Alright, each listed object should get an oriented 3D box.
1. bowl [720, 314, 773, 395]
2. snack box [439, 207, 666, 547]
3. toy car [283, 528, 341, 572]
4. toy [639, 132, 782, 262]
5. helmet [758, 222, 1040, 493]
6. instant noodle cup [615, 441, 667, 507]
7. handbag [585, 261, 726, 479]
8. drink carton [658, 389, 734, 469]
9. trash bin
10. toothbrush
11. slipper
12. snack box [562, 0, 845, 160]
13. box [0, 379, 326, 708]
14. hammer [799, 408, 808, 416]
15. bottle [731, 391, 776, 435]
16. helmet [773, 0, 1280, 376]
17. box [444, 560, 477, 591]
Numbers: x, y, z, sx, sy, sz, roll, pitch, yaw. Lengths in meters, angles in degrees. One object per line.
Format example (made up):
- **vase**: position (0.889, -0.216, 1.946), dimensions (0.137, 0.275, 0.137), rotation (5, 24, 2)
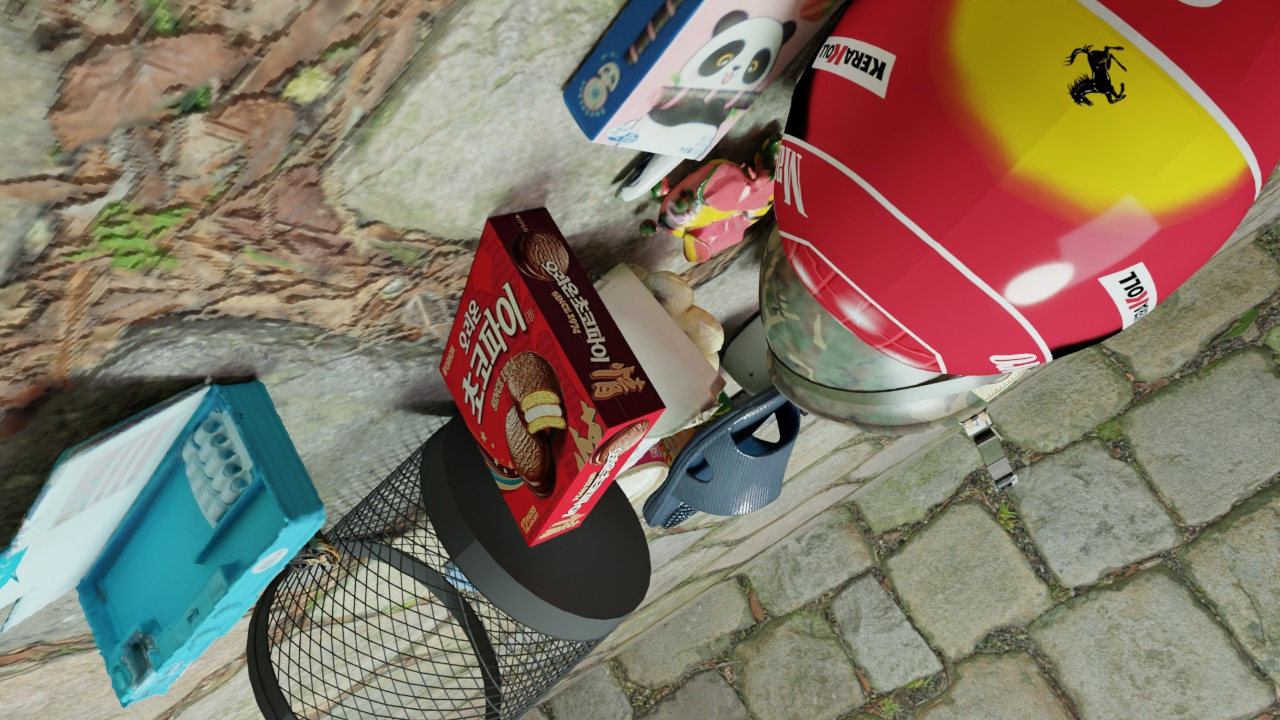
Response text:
- **bowl**: position (0.159, -0.010, 0.876), dimensions (0.153, 0.073, 0.153), rotation (-28, 162, -10)
- **snack box**: position (-0.059, 0.015, 0.527), dimensions (0.035, 0.132, 0.152), rotation (-18, 157, -32)
- **toy car**: position (-0.256, 0.114, 0.613), dimensions (0.112, 0.047, 0.047), rotation (4, 152, -8)
- **toy**: position (0.051, -0.098, 0.554), dimensions (0.103, 0.046, 0.084), rotation (-27, 147, -24)
- **helmet**: position (0.198, -0.037, 0.660), dimensions (0.224, 0.192, 0.236), rotation (-16, 129, -2)
- **instant noodle cup**: position (-0.051, 0.105, 0.839), dimensions (0.178, 0.077, 0.179), rotation (-27, 160, -11)
- **handbag**: position (-0.019, 0.011, 0.616), dimensions (0.123, 0.112, 0.172), rotation (-45, -179, -39)
- **drink carton**: position (0.044, 0.056, 0.885), dimensions (0.041, 0.058, 0.123), rotation (-23, 159, -23)
- **trash bin**: position (-0.137, 0.175, 0.694), dimensions (0.228, 0.217, 0.217), rotation (-44, 157, 23)
- **toothbrush**: position (0.054, -0.146, 0.480), dimensions (0.189, 0.016, 0.017), rotation (-39, 149, 21)
- **slipper**: position (0.080, 0.113, 0.861), dimensions (0.101, 0.082, 0.264), rotation (-21, 158, -35)
- **snack box**: position (0.043, -0.157, 0.410), dimensions (0.087, 0.033, 0.155), rotation (-7, 149, -51)
- **box**: position (-0.285, 0.112, 0.495), dimensions (0.227, 0.097, 0.116), rotation (-43, 159, 30)
- **hammer**: position (0.241, 0.001, 0.940), dimensions (0.132, 0.040, 0.305), rotation (-40, 178, -5)
- **bottle**: position (0.144, 0.043, 1.019), dimensions (0.112, 0.047, 0.047), rotation (-37, 160, 16)
- **helmet**: position (0.175, -0.103, 0.450), dimensions (0.225, 0.197, 0.270), rotation (-49, 176, 13)
- **box**: position (-0.112, 0.190, 1.006), dimensions (0.210, 0.047, 0.122), rotation (-38, 158, 22)
